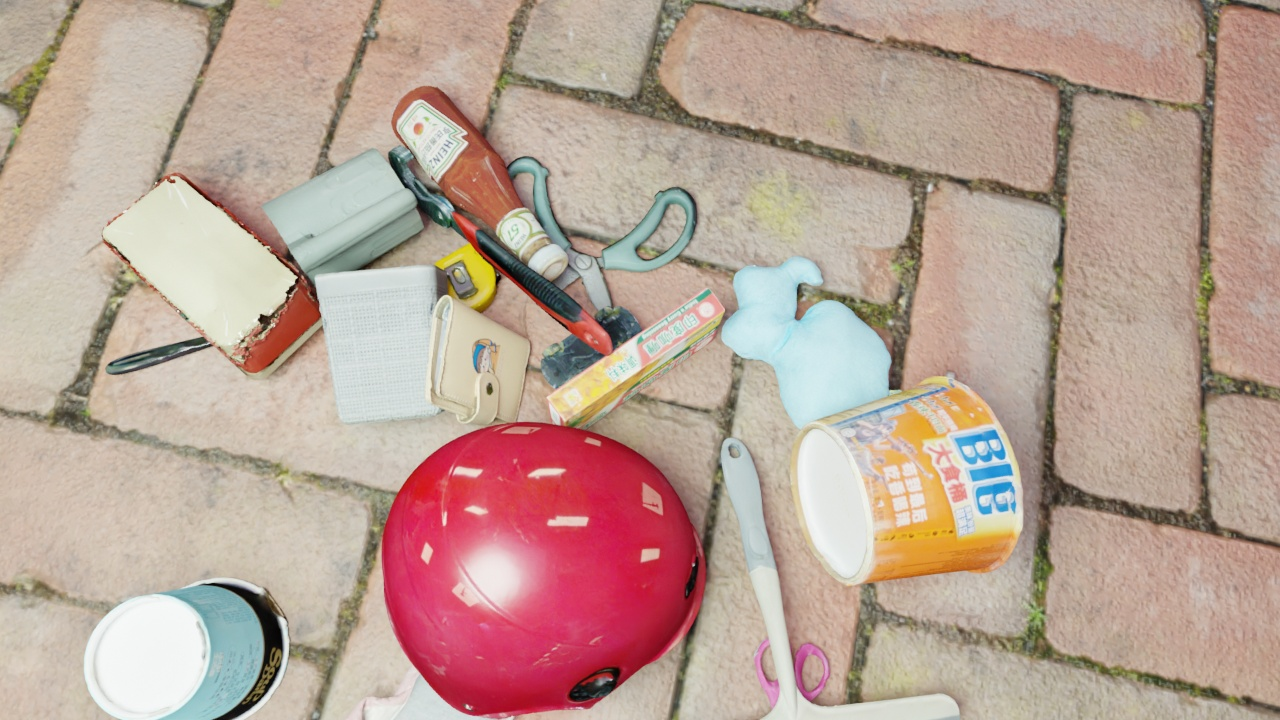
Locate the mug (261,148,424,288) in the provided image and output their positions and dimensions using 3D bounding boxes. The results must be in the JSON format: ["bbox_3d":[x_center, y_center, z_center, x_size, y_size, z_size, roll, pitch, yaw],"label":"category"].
[{"bbox_3d":[-0.236,-0.112,0.742,0.103,0.124,0.084,-34,116,-14],"label":"mug"}]

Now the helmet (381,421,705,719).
[{"bbox_3d":[-0.068,0.129,0.645,0.240,0.144,0.206,-10,58,-7],"label":"helmet"}]

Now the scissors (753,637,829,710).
[{"bbox_3d":[0.111,0.280,0.693,0.063,0.017,0.135,11,69,-3],"label":"scissors"}]

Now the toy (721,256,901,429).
[{"bbox_3d":[0.144,-0.010,0.766,0.156,0.050,0.161,12,72,11],"label":"toy"}]

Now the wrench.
[{"bbox_3d":[-0.117,-0.089,0.742,0.016,0.056,0.273,-40,66,-21],"label":"wrench"}]

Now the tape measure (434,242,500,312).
[{"bbox_3d":[-0.151,-0.067,0.778,0.060,0.029,0.057,-32,78,-11],"label":"tape measure"}]

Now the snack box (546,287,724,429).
[{"bbox_3d":[-0.004,0.004,0.739,0.155,0.077,0.027,-35,78,-12],"label":"snack box"}]

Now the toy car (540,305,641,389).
[{"bbox_3d":[-0.041,-0.008,0.764,0.090,0.034,0.043,-36,81,-10],"label":"toy car"}]

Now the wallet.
[{"bbox_3d":[-0.125,0.008,0.716,0.024,0.115,0.087,3,76,23],"label":"wallet"}]

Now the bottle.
[{"bbox_3d":[-0.134,-0.147,0.776,0.059,0.060,0.206,-36,72,-13],"label":"bottle"}]

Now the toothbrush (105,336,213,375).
[{"bbox_3d":[-0.352,-0.019,0.760,0.181,0.018,0.015,-17,78,-7],"label":"toothbrush"}]

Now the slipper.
[{"bbox_3d":[-0.172,0.297,0.655,0.114,0.054,0.274,35,73,7],"label":"slipper"}]

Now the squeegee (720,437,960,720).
[{"bbox_3d":[0.096,0.172,0.704,0.246,0.039,0.246,-9,69,-2],"label":"squeegee"}]

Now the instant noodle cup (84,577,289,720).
[{"bbox_3d":[-0.318,0.203,0.640,0.111,0.120,0.111,1,73,-3],"label":"instant noodle cup"}]

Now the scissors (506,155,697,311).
[{"bbox_3d":[-0.039,-0.125,0.807,0.169,0.019,0.173,-28,76,-12],"label":"scissors"}]

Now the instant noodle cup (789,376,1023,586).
[{"bbox_3d":[0.186,0.094,0.677,0.111,0.152,0.151,-10,74,-15],"label":"instant noodle cup"}]

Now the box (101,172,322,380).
[{"bbox_3d":[-0.343,-0.071,0.730,0.168,0.080,0.091,37,73,17],"label":"box"}]

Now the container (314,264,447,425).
[{"bbox_3d":[-0.194,-0.012,0.718,0.090,0.090,0.114,-6,92,-4],"label":"container"}]
